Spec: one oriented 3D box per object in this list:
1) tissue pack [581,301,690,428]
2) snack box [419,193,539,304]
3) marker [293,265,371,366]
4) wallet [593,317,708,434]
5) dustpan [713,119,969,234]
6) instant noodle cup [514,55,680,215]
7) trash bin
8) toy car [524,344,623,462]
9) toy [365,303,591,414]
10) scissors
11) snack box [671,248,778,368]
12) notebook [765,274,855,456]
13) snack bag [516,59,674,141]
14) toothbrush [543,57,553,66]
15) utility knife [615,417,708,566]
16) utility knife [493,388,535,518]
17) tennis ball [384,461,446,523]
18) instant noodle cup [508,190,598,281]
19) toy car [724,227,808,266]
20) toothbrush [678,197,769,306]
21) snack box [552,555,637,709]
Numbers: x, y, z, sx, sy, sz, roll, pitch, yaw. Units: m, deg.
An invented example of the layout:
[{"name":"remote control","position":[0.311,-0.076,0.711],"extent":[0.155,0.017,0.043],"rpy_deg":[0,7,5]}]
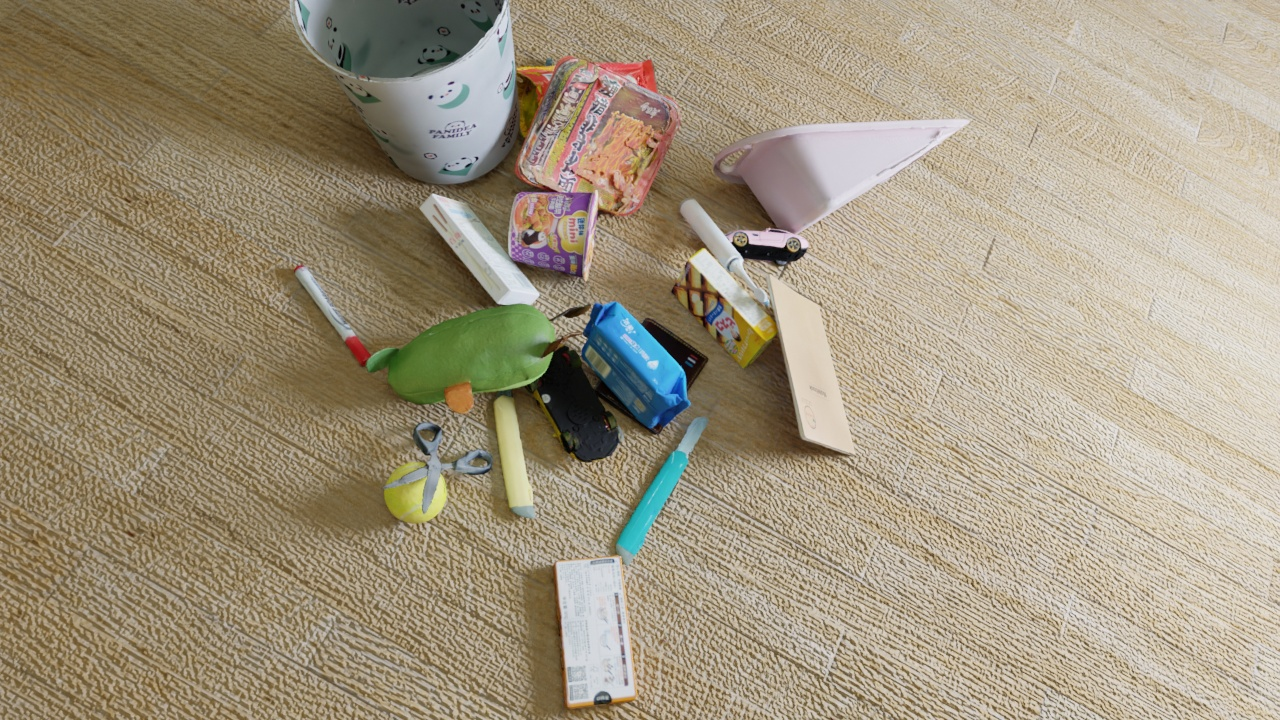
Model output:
[{"name":"tissue pack","position":[-0.006,0.006,1.059],"extent":[0.052,0.095,0.157],"rpy_deg":[-39,82,-28]},{"name":"snack box","position":[-0.192,-0.131,1.102],"extent":[0.027,0.084,0.157],"rpy_deg":[-43,79,13]},{"name":"marker","position":[-0.359,-0.053,1.068],"extent":[0.017,0.017,0.145],"rpy_deg":[-34,79,-23]},{"name":"wallet","position":[0.014,0.018,1.121],"extent":[0.096,0.020,0.122],"rpy_deg":[34,67,3]},{"name":"dustpan","position":[0.242,-0.269,1.182],"extent":[0.273,0.223,0.139],"rpy_deg":[-32,89,-15]},{"name":"instant noodle cup","position":[-0.057,-0.283,1.155],"extent":[0.188,0.165,0.079],"rpy_deg":[16,23,-32]},{"name":"trash bin","position":[-0.247,-0.345,1.067],"extent":[0.229,0.252,0.229],"rpy_deg":[0,71,1]},{"name":"toy car","position":[-0.082,0.052,1.071],"extent":[0.071,0.041,0.156],"rpy_deg":[-27,74,-21]},{"name":"toy","position":[-0.172,-0.009,1.020],"extent":[0.247,0.226,0.090],"rpy_deg":[-14,114,10]},{"name":"scissors","position":[-0.217,0.113,0.976],"extent":[0.159,0.014,0.174],"rpy_deg":[12,25,-40]},{"name":"snack box","position":[0.104,-0.063,1.137],"extent":[0.033,0.087,0.140],"rpy_deg":[-40,81,-25]},{"name":"notebook","position":[0.209,0.008,1.122],"extent":[0.147,0.008,0.207],"rpy_deg":[21,54,-52]},{"name":"snack bag","position":[-0.060,-0.342,1.226],"extent":[0.207,0.073,0.128],"rpy_deg":[-9,79,-28]},{"name":"toothbrush","position":[-0.137,-0.332,1.234],"extent":[0.016,0.018,0.191],"rpy_deg":[11,66,-6]},{"name":"utility knife","position":[0.027,0.147,1.071],"extent":[0.029,0.013,0.205],"rpy_deg":[32,67,4]},{"name":"utility knife","position":[-0.146,0.103,1.050],"extent":[0.031,0.018,0.164],"rpy_deg":[-4,70,-19]},{"name":"tennis ball","position":[-0.241,0.142,0.985],"extent":[0.065,0.066,0.065],"rpy_deg":[5,67,-11]},{"name":"instant noodle cup","position":[-0.107,-0.158,1.123],"extent":[0.099,0.112,0.111],"rpy_deg":[7,66,-1]},{"name":"toy car","position":[0.159,-0.152,1.204],"extent":[0.122,0.056,0.037],"rpy_deg":[4,70,-11]},{"name":"toothbrush","position":[0.105,-0.137,1.149],"extent":[0.027,0.026,0.221],"rpy_deg":[-40,47,9]},{"name":"snack box","position":[-0.050,0.290,0.987],"extent":[0.075,0.026,0.153],"rpy_deg":[-2,68,-13]}]
